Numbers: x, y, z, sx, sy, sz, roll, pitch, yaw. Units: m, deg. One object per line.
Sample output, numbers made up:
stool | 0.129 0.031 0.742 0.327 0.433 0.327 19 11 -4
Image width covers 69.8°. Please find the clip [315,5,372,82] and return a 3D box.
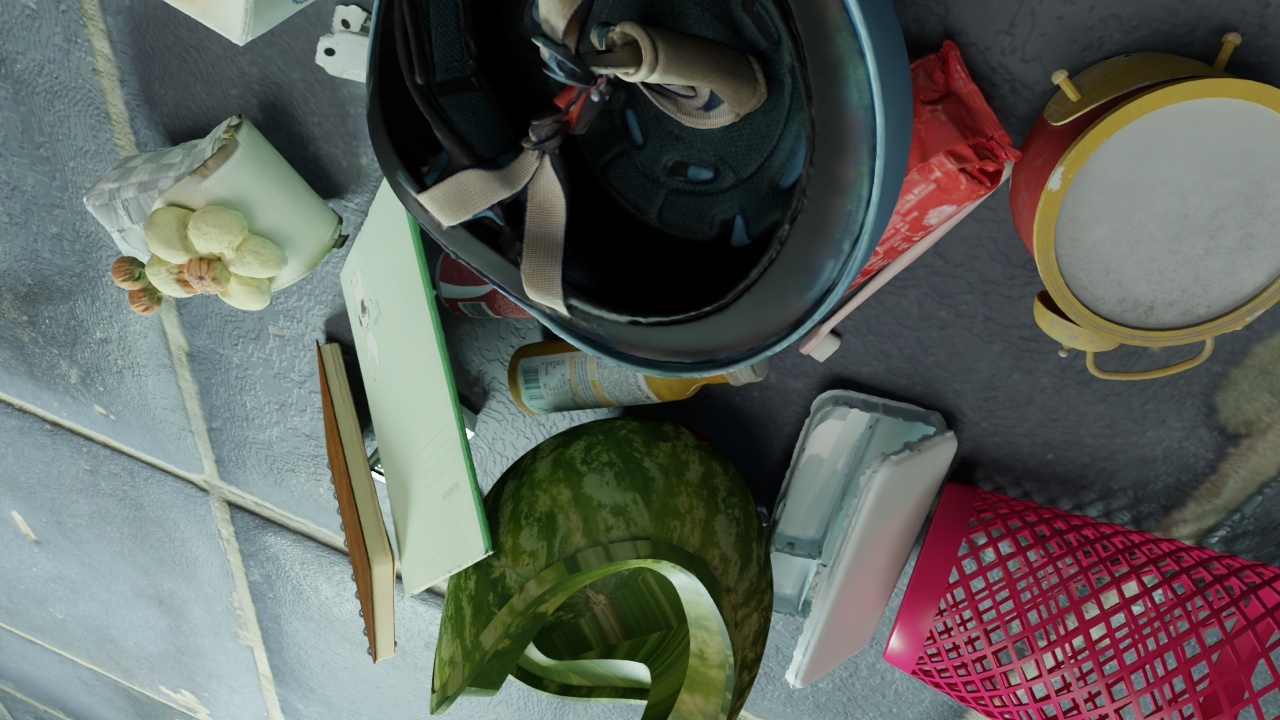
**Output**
clip | -0.166 -0.186 0.554 0.054 0.038 0.102 24 136 -14

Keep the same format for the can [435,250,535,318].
can | -0.084 -0.055 0.613 0.097 0.053 0.054 1 130 25

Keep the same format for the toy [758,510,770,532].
toy | 0.105 0.153 0.721 0.125 0.037 0.076 43 136 -16

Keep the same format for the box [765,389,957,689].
box | 0.145 0.133 0.610 0.107 0.109 0.217 9 126 -1

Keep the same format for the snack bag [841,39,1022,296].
snack bag | 0.107 -0.079 0.478 0.082 0.082 0.177 39 134 -11

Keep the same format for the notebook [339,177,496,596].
notebook | -0.154 0.018 0.604 0.182 0.010 0.252 -37 65 55

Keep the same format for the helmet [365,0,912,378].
helmet | 0.010 -0.124 0.407 0.265 0.166 0.226 45 131 20

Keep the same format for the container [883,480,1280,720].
container | 0.282 0.174 0.571 0.226 0.182 0.183 20 136 19

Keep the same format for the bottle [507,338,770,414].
bottle | -0.004 0.004 0.627 0.186 0.053 0.053 -8 126 31

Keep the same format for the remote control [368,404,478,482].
remote control | -0.191 0.070 0.797 0.049 0.024 0.144 33 136 -19

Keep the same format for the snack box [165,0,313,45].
snack box | -0.263 -0.259 0.479 0.208 0.104 0.058 30 136 -2

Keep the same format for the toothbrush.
toothbrush | 0.150 -0.052 0.529 0.018 0.015 0.182 29 137 -11

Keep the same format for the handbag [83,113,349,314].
handbag | -0.311 -0.091 0.644 0.172 0.123 0.112 -4 142 30

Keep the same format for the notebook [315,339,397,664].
notebook | -0.235 0.115 0.756 0.024 0.225 0.168 -10 140 -23

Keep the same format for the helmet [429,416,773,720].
helmet | -0.021 0.156 0.642 0.213 0.247 0.243 28 93 -9

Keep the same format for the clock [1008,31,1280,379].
clock | 0.236 -0.063 0.427 0.117 0.081 0.159 -9 117 12
